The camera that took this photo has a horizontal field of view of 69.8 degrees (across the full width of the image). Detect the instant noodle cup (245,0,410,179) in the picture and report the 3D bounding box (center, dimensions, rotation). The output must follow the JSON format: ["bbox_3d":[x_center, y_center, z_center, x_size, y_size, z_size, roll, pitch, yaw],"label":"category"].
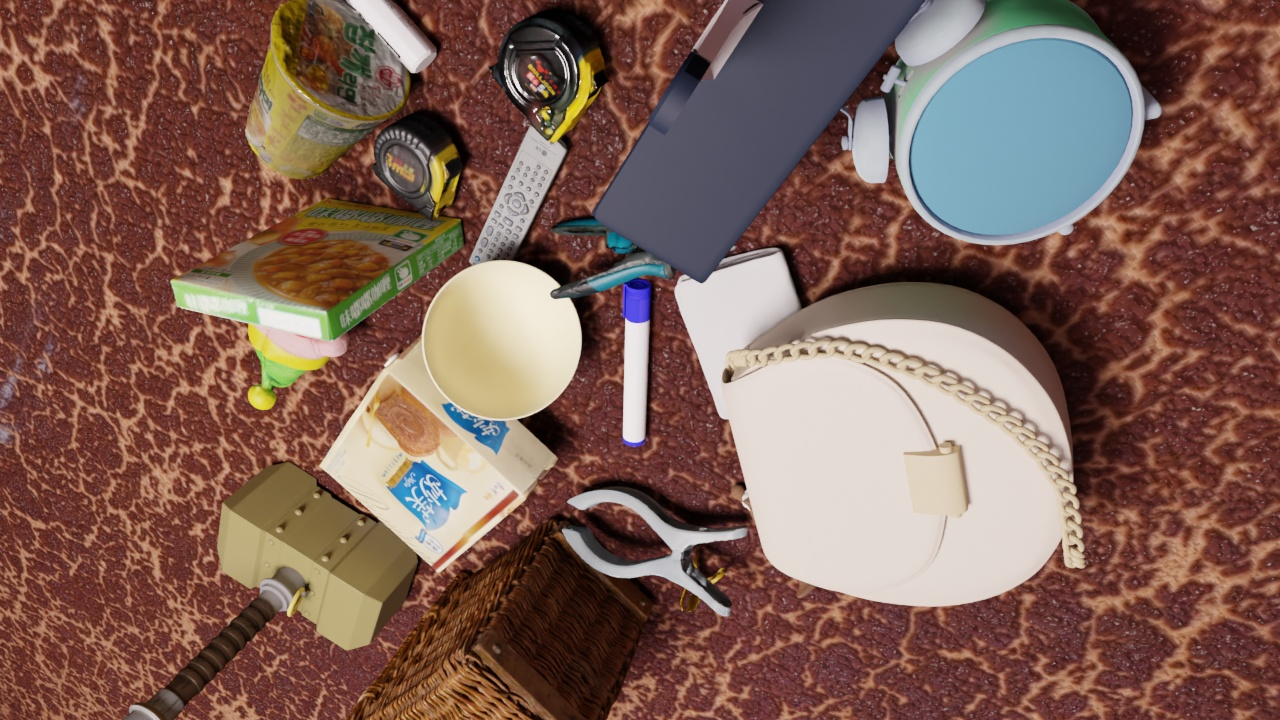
[{"bbox_3d":[-0.234,-0.189,0.663,0.102,0.102,0.108,50,135,-9],"label":"instant noodle cup"}]

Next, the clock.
[{"bbox_3d":[0.177,-0.136,0.491,0.161,0.075,0.122,17,128,-9],"label":"clock"}]

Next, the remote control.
[{"bbox_3d":[-0.092,-0.115,0.683,0.033,0.013,0.137,35,127,1],"label":"remote control"}]

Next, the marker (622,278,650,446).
[{"bbox_3d":[-0.004,0.004,0.711,0.020,0.020,0.142,13,123,18],"label":"marker"}]

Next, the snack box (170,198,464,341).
[{"bbox_3d":[-0.230,-0.073,0.676,0.132,0.167,0.027,11,123,19],"label":"snack box"}]

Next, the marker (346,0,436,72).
[{"bbox_3d":[-0.193,-0.256,0.638,0.126,0.025,0.025,48,127,-8],"label":"marker"}]

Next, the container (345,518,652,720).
[{"bbox_3d":[-0.110,0.270,0.791,0.162,0.249,0.184,45,119,-6],"label":"container"}]

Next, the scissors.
[{"bbox_3d":[-0.009,-0.079,0.650,0.149,0.019,0.122,37,99,26],"label":"scissors"}]

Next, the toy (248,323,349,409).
[{"bbox_3d":[-0.314,-0.025,0.799,0.124,0.096,0.132,38,147,8],"label":"toy"}]

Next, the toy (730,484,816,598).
[{"bbox_3d":[0.114,0.134,0.721,0.102,0.041,0.055,50,149,1],"label":"toy"}]

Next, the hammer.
[{"bbox_3d":[-0.376,0.256,0.845,0.190,0.323,0.101,30,127,6],"label":"hammer"}]

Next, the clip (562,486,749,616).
[{"bbox_3d":[0.007,0.167,0.768,0.163,0.028,0.108,10,95,27],"label":"clip"}]

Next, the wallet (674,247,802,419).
[{"bbox_3d":[0.079,-0.019,0.653,0.086,0.032,0.116,-11,112,18],"label":"wallet"}]

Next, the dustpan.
[{"bbox_3d":[0.061,-0.152,0.420,0.080,0.272,0.237,29,128,-12],"label":"dustpan"}]

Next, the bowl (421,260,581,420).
[{"bbox_3d":[-0.112,-0.017,0.708,0.118,0.118,0.074,57,167,-14],"label":"bowl"}]

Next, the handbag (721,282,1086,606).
[{"bbox_3d":[0.170,0.055,0.604,0.209,0.103,0.211,-5,114,25],"label":"handbag"}]

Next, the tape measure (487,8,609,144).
[{"bbox_3d":[-0.059,-0.192,0.605,0.071,0.042,0.073,49,131,-6],"label":"tape measure"}]

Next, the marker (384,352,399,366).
[{"bbox_3d":[-0.174,0.044,0.817,0.133,0.017,0.020,44,164,-5],"label":"marker"}]

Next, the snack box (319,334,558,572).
[{"bbox_3d":[-0.183,0.089,0.804,0.153,0.055,0.208,44,137,-4],"label":"snack box"}]

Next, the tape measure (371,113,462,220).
[{"bbox_3d":[-0.165,-0.151,0.683,0.067,0.038,0.063,36,136,5],"label":"tape measure"}]

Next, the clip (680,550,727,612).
[{"bbox_3d":[0.047,0.187,0.788,0.035,0.053,0.046,37,97,6],"label":"clip"}]
